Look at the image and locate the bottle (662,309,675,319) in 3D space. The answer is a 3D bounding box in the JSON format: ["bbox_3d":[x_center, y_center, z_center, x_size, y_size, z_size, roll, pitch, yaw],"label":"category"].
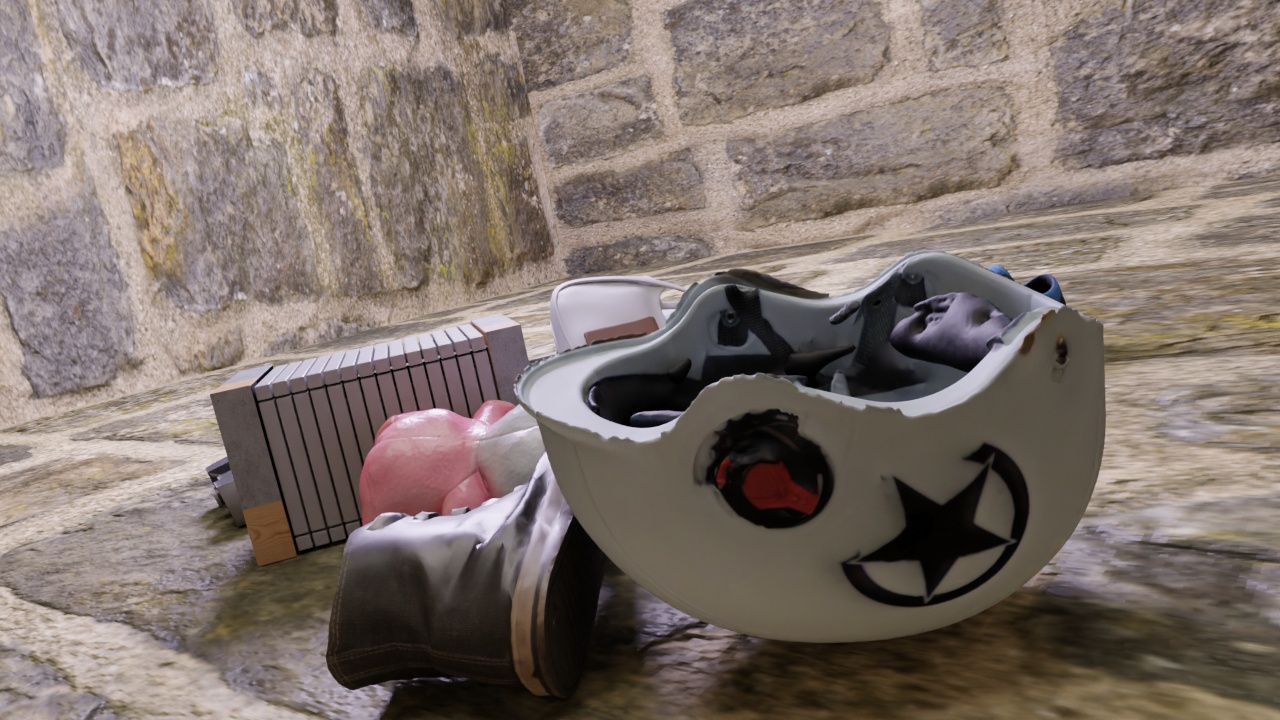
[{"bbox_3d":[0.040,-0.053,1.442,0.195,0.052,0.052,-8,10,17],"label":"bottle"}]

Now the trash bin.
[{"bbox_3d":[-0.221,0.059,0.812,0.246,0.142,0.142,-14,10,-13],"label":"trash bin"}]

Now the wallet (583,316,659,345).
[{"bbox_3d":[-0.006,0.006,1.020,0.087,0.120,0.013,-14,-33,-13],"label":"wallet"}]

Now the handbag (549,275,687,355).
[{"bbox_3d":[0.012,-0.023,1.119,0.222,0.096,0.215,-9,48,-16],"label":"handbag"}]

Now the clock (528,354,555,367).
[{"bbox_3d":[-0.110,0.017,1.193,0.148,0.056,0.103,-14,0,12],"label":"clock"}]

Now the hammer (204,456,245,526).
[{"bbox_3d":[-0.293,0.067,0.974,0.321,0.043,0.156,-29,16,-25],"label":"hammer"}]

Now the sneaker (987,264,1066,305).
[{"bbox_3d":[0.306,-0.035,0.875,0.240,0.098,0.083,-16,11,-24],"label":"sneaker"}]

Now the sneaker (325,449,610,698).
[{"bbox_3d":[-0.079,0.095,0.523,0.120,0.095,0.234,-5,28,11],"label":"sneaker"}]

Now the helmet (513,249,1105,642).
[{"bbox_3d":[0.081,0.048,0.447,0.264,0.164,0.236,-9,13,1],"label":"helmet"}]

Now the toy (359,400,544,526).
[{"bbox_3d":[-0.098,0.074,0.677,0.213,0.084,0.141,-6,46,8],"label":"toy"}]
